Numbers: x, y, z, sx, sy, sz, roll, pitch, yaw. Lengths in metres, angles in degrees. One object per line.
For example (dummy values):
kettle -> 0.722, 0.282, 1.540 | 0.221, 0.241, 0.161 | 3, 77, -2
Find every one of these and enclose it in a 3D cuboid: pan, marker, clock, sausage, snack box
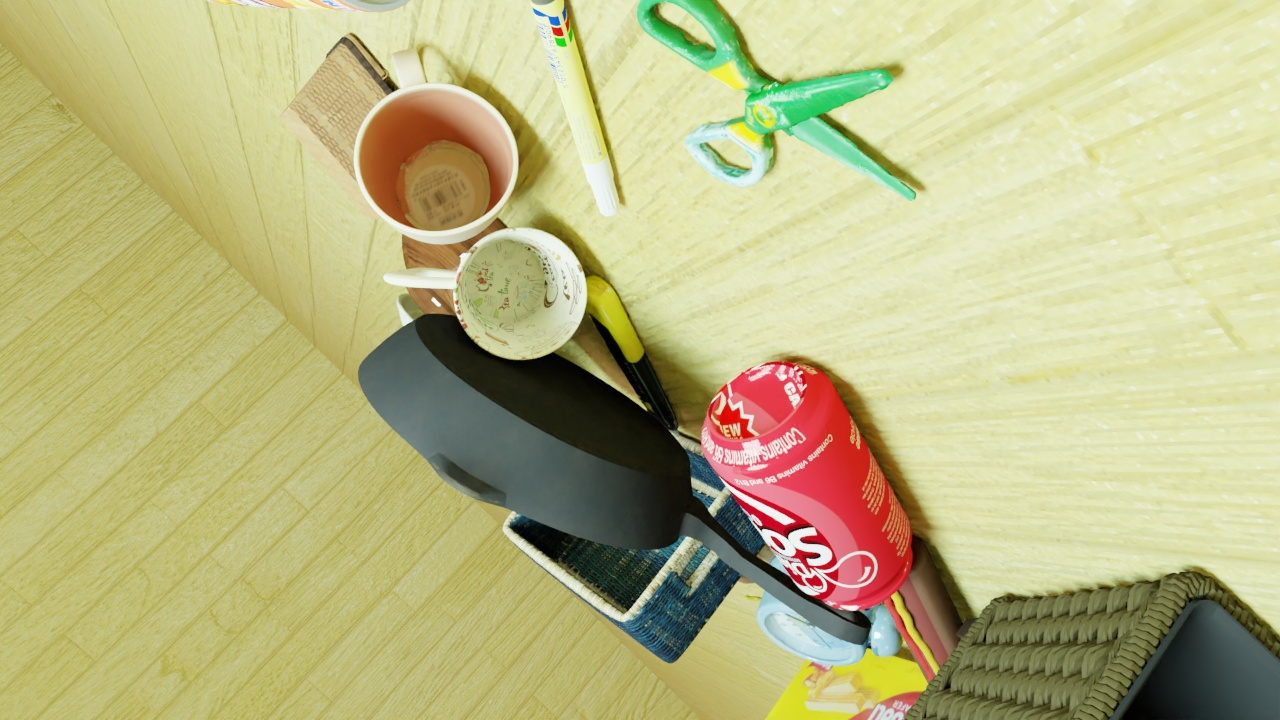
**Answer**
pan -> -0.007, 0.067, 0.579 | 0.356, 0.043, 0.248 | 30, -170, 5
marker -> -0.028, -0.116, 0.433 | 0.014, 0.014, 0.132 | 34, 160, 28
clock -> 0.140, 0.181, 0.670 | 0.089, 0.051, 0.125 | 45, 142, -19
sausage -> 0.182, 0.168, 0.574 | 0.040, 0.040, 0.155 | 17, 144, 55
snack box -> 0.179, 0.275, 0.708 | 0.042, 0.092, 0.201 | 44, 162, -9

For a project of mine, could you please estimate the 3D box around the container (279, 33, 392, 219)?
container -> -0.184, -0.149, 0.615 | 0.114, 0.061, 0.063 | 51, 161, -23

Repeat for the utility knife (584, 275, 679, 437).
utility knife -> -0.004, 0.004, 0.651 | 0.029, 0.020, 0.171 | 30, 159, 41

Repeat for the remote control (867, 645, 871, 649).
remote control -> 0.198, 0.261, 0.812 | 0.133, 0.013, 0.058 | 53, 160, -27

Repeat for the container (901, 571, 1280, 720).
container -> 0.264, 0.269, 0.436 | 0.321, 0.176, 0.205 | 43, 166, 1

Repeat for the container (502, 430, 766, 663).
container -> -0.003, 0.131, 0.730 | 0.188, 0.145, 0.071 | 20, 155, 51

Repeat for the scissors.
scissors -> 0.048, -0.087, 0.339 | 0.129, 0.012, 0.120 | 39, 163, 17

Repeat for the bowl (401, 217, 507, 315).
bowl -> -0.137, -0.059, 0.707 | 0.147, 0.068, 0.147 | 38, 162, 15

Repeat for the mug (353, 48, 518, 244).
mug -> -0.120, -0.121, 0.531 | 0.104, 0.085, 0.111 | -177, 70, -80

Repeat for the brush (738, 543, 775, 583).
brush -> 0.087, 0.159, 0.776 | 0.049, 0.039, 0.117 | 40, 163, 3

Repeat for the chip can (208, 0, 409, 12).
chip can -> -0.181, -0.211, 0.464 | 0.210, 0.062, 0.062 | 25, 155, 45

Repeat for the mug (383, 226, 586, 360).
mug -> -0.104, -0.048, 0.596 | 0.097, 0.122, 0.081 | -145, 57, -72

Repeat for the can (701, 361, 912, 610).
can -> 0.093, 0.069, 0.498 | 0.074, 0.074, 0.142 | 19, 150, 53

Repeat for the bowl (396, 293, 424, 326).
bowl -> -0.140, 0.013, 0.781 | 0.176, 0.058, 0.176 | 31, -173, -5
